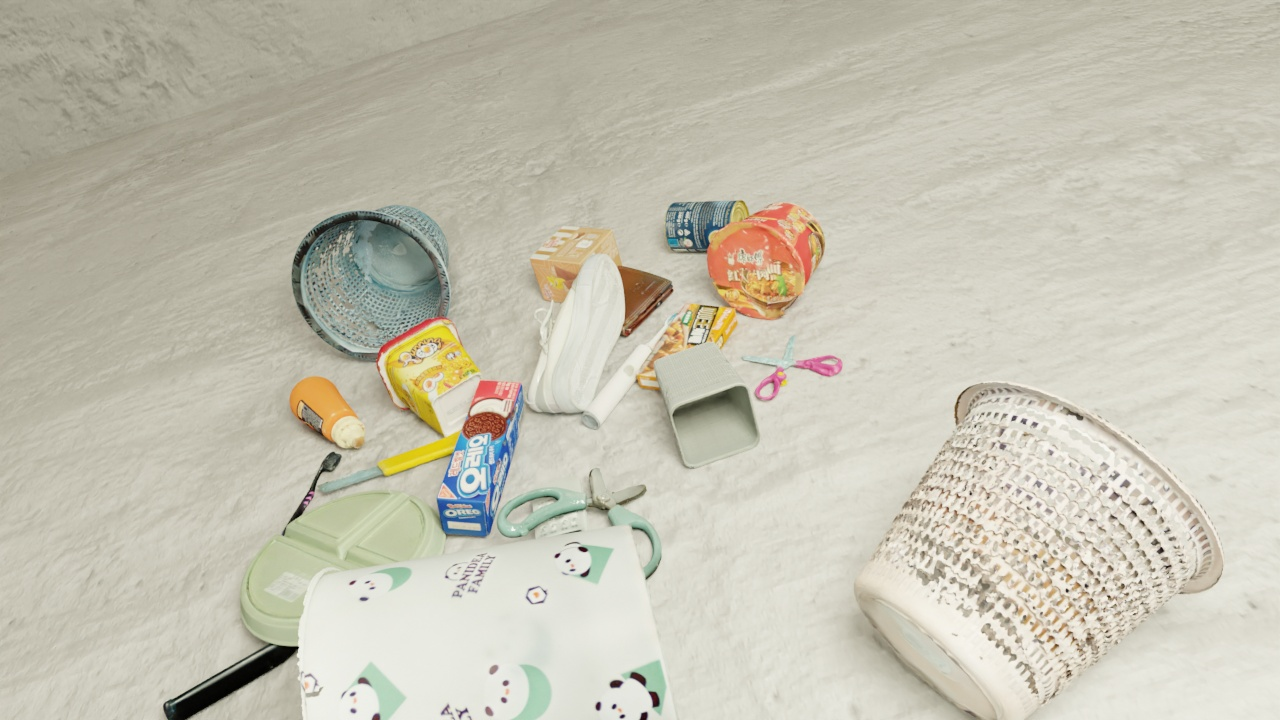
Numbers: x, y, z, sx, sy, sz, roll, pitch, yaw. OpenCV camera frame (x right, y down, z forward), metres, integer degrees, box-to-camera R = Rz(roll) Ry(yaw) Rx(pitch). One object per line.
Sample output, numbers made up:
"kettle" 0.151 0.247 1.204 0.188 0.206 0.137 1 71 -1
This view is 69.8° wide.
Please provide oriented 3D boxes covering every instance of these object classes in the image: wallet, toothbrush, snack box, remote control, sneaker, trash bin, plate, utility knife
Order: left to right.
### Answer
"toothbrush" -0.373 0.300 0.931 0.212 0.026 0.027 -28 19 -17
"toothbrush" -0.411 0.179 1.120 0.018 0.014 0.188 5 40 9
"plate" -0.327 0.216 1.003 0.230 0.027 0.229 -11 29 6
"trash bin" -0.381 -0.140 1.389 0.227 0.227 0.194 -12 23 7
"utility knife" -0.289 0.123 1.140 0.230 0.015 0.033 -19 36 -5
"snack box" -0.181 0.108 1.069 0.058 0.057 0.207 4 39 4
"trash bin" -0.108 0.248 0.732 0.252 0.230 0.229 -14 35 -4
"remote control" -0.083 0.180 0.973 0.058 0.021 0.150 -17 35 0
"sneaker" -0.089 -0.033 1.198 0.091 0.089 0.241 -8 50 31
"snack box" -0.093 -0.141 1.361 0.094 0.077 0.092 10 44 32
"wallet" -0.024 -0.083 1.296 0.101 0.032 0.124 17 49 34
"toothbrush" -0.007 0.007 1.171 0.220 0.027 0.026 -51 6 -38
"snack box" 0.061 -0.017 1.174 0.075 0.026 0.153 7 42 30
"trash bin" 0.281 0.159 0.707 0.192 0.227 0.227 -43 41 -13

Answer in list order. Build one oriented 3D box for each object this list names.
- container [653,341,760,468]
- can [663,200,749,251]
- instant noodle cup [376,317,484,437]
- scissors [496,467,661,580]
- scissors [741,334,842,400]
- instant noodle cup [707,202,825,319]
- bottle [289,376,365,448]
"container" 0.070 0.045 1.037 0.090 0.090 0.114 -19 32 -3
"can" 0.098 -0.199 1.360 0.111 0.075 0.075 4 40 27
"instant noodle cup" -0.260 0.026 1.188 0.116 0.116 0.124 -33 50 -22
"scissors" -0.057 0.173 0.943 0.174 0.019 0.170 -10 35 -22
"scissors" 0.180 0.006 1.105 0.136 0.017 0.133 -3 34 24
"instant noodle cup" 0.171 -0.141 1.209 0.138 0.138 0.108 9 35 32
"bottle" -0.411 0.075 1.223 0.066 0.067 0.149 -37 47 -25
